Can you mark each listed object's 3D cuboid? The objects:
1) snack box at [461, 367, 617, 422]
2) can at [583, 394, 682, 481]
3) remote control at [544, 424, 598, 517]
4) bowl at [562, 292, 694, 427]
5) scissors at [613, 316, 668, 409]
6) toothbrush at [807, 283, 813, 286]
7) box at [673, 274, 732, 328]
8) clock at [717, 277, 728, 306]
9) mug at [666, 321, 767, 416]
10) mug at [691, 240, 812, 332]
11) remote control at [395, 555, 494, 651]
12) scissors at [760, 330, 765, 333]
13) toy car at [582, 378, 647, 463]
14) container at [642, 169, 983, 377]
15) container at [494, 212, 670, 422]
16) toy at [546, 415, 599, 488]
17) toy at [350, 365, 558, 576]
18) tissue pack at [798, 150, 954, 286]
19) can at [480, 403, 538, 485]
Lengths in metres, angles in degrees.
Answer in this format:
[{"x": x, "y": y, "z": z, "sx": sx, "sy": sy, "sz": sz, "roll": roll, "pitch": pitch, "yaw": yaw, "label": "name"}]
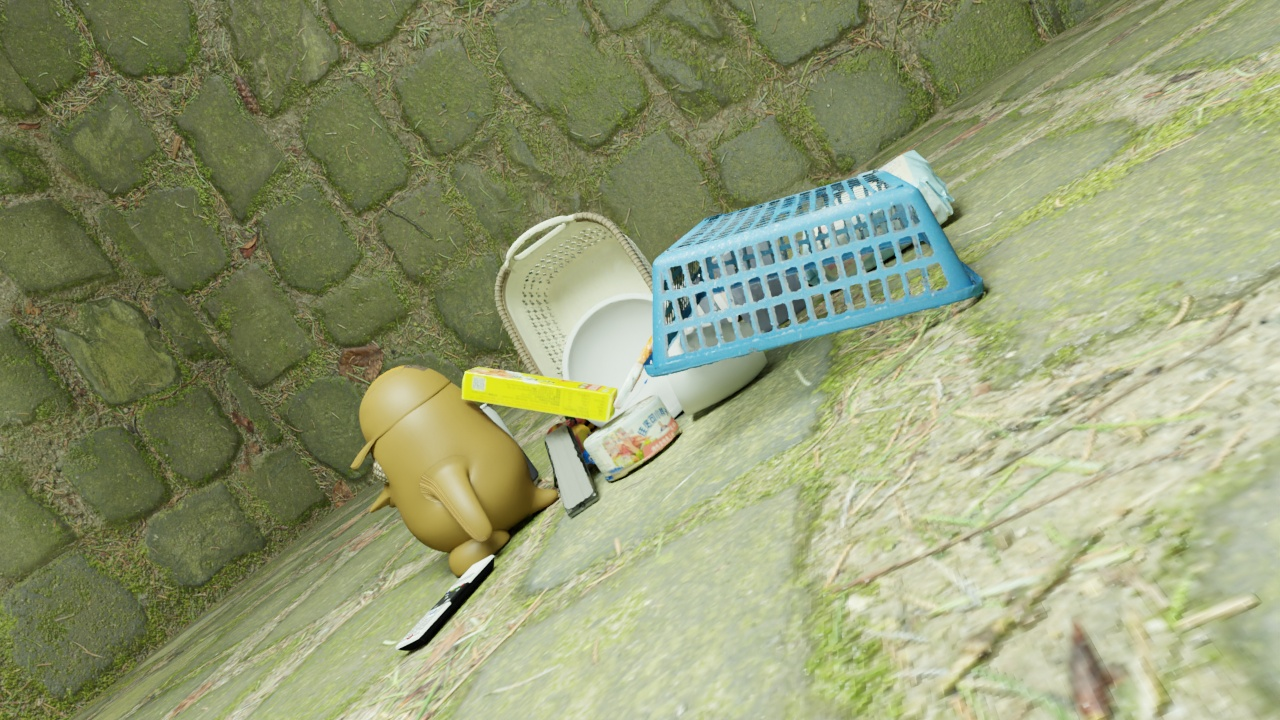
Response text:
[{"x": -0.098, "y": 0.032, "z": 0.896, "sx": 0.148, "sy": 0.029, "sz": 0.040, "roll": 8, "pitch": 8, "yaw": 8, "label": "snack box"}, {"x": -0.008, "y": 0.072, "z": 0.860, "sx": 0.086, "sy": 0.043, "sz": 0.086, "roll": -34, "pitch": 3, "yaw": 2, "label": "can"}, {"x": -0.067, "y": 0.102, "z": 0.869, "sx": 0.033, "sy": 0.013, "sz": 0.136, "roll": -34, "pitch": 29, "yaw": 1, "label": "remote control"}, {"x": -0.006, "y": 0.006, "z": 0.973, "sx": 0.149, "sy": 0.149, "sz": 0.043, "roll": -34, "pitch": -16, "yaw": 5, "label": "bowl"}, {"x": 0.003, "y": -0.002, "z": 0.886, "sx": 0.127, "sy": 0.011, "sz": 0.126, "roll": -61, "pitch": -2, "yaw": -46, "label": "scissors"}, {"x": 0.260, "y": -0.123, "z": 1.113, "sx": 0.014, "sy": 0.014, "sz": 0.168, "roll": 4, "pitch": -20, "yaw": -36, "label": "toothbrush"}, {"x": 0.046, "y": -0.029, "z": 1.189, "sx": 0.136, "sy": 0.126, "sz": 0.109, "roll": -26, "pitch": 3, "yaw": -8, "label": "box"}, {"x": 0.140, "y": -0.096, "z": 1.342, "sx": 0.161, "sy": 0.086, "sz": 0.130, "roll": -42, "pitch": 2, "yaw": 25, "label": "clock"}, {"x": 0.068, "y": -0.007, "z": 0.882, "sx": 0.089, "sy": 0.071, "sz": 0.107, "roll": -25, "pitch": 30, "yaw": 6, "label": "mug"}, {"x": 0.126, "y": -0.083, "z": 1.088, "sx": 0.123, "sy": 0.104, "sz": 0.084, "roll": -35, "pitch": 7, "yaw": -15, "label": "mug"}, {"x": -0.160, "y": 0.204, "z": 0.773, "sx": 0.028, "sy": 0.012, "sz": 0.124, "roll": -31, "pitch": 6, "yaw": 28, "label": "remote control"}, {"x": 0.081, "y": 0.013, "z": 0.987, "sx": 0.141, "sy": 0.014, "sz": 0.173, "roll": -38, "pitch": 4, "yaw": 2, "label": "scissors"}, {"x": -0.025, "y": 0.062, "z": 0.921, "sx": 0.092, "sy": 0.062, "sz": 0.033, "roll": -19, "pitch": 9, "yaw": 12, "label": "toy car"}, {"x": 0.141, "y": -0.097, "z": 0.825, "sx": 0.257, "sy": 0.089, "sz": 0.361, "roll": -14, "pitch": 11, "yaw": 14, "label": "container"}, {"x": -0.044, "y": -0.043, "z": 1.080, "sx": 0.185, "sy": 0.246, "sz": 0.142, "roll": -32, "pitch": -7, "yaw": 18, "label": "container"}, {"x": -0.069, "y": 0.089, "z": 0.975, "sx": 0.046, "sy": 0.084, "sz": 0.103, "roll": 5, "pitch": 20, "yaw": 21, "label": "toy"}, {"x": -0.206, "y": 0.101, "z": 0.919, "sx": 0.162, "sy": 0.203, "sz": 0.199, "roll": -35, "pitch": 6, "yaw": -7, "label": "toy"}, {"x": 0.259, "y": -0.153, "z": 1.036, "sx": 0.182, "sy": 0.070, "sz": 0.111, "roll": -34, "pitch": 21, "yaw": 24, "label": "tissue pack"}, {"x": -0.179, "y": 0.108, "z": 1.097, "sx": 0.064, "sy": 0.127, "sz": 0.064, "roll": -34, "pitch": 6, "yaw": 4, "label": "can"}]
